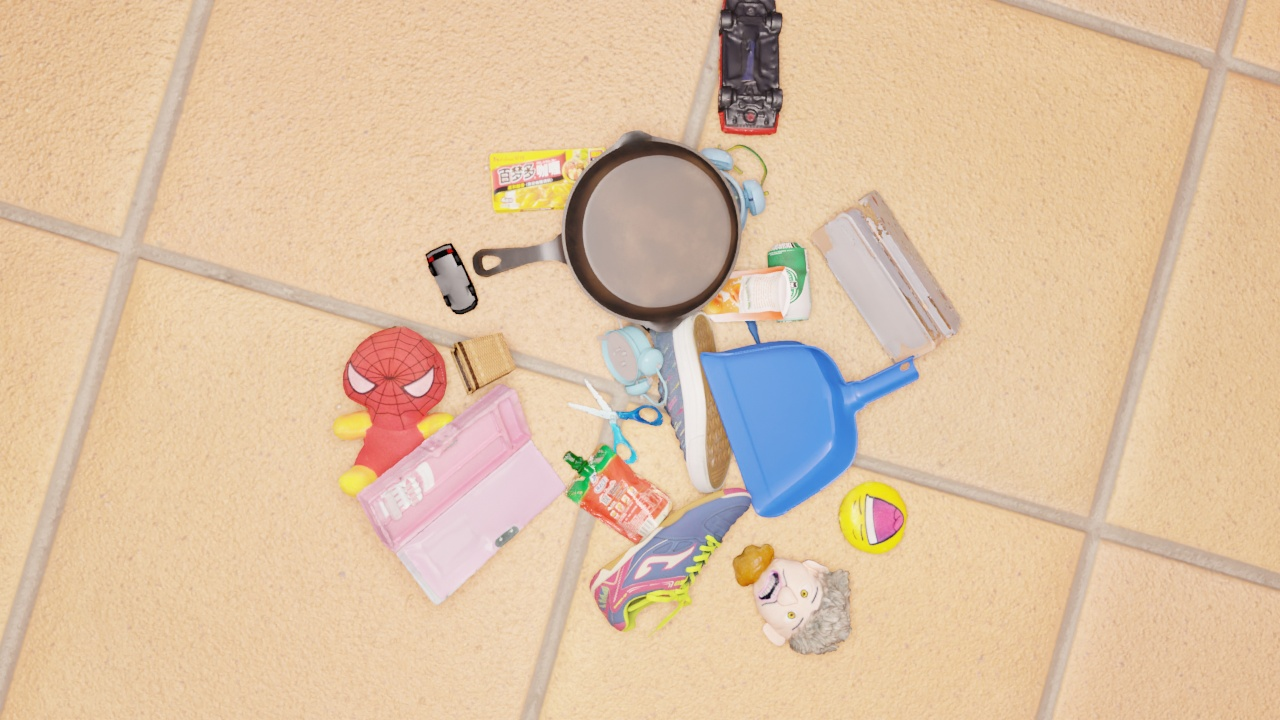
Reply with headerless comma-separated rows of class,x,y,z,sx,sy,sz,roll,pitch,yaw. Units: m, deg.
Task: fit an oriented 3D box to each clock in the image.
clock,0.095,-0.210,1.196,0.118,0.060,0.162,41,91,-1
clock,-0.007,0.007,1.171,0.041,0.088,0.123,-25,67,-33

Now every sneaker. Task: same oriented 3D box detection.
sneaker,0.063,0.055,1.195,0.079,0.087,0.235,-6,93,32
sneaker,0.054,0.258,1.175,0.242,0.116,0.091,-36,63,1

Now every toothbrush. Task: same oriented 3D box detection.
toothbrush,0.148,-0.050,1.220,0.021,0.016,0.132,-17,87,-3

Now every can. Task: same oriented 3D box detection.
can,0.195,-0.102,1.203,0.053,0.053,0.101,-5,89,-3

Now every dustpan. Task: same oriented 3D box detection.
dustpan,0.236,0.052,1.180,0.257,0.059,0.246,-25,110,-10

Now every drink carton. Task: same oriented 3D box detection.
drink carton,0.130,-0.083,1.189,0.122,0.038,0.069,-1,84,33

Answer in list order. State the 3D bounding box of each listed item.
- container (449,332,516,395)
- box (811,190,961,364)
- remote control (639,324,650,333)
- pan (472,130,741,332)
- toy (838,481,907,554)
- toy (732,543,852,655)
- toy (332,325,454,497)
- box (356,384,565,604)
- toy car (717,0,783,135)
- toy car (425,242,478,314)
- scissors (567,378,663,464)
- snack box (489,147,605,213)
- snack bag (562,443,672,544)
container,-0.199,0.002,1.161,0.061,0.114,0.063,-22,90,-16
box,0.320,-0.105,1.206,0.108,0.094,0.216,-34,91,21
remote control,-0.021,-0.090,1.215,0.039,0.010,0.124,-43,92,-2
pan,-0.046,-0.152,1.169,0.357,0.043,0.249,-8,96,16
toy,0.307,0.207,1.210,0.094,0.041,0.095,-1,87,-6
toy,0.198,0.304,1.190,0.176,0.076,0.132,34,87,6
toy,-0.309,0.064,1.157,0.147,0.099,0.216,4,90,-17
box,-0.218,0.160,1.138,0.232,0.059,0.179,-39,116,-31
toy car,0.142,-0.388,1.204,0.081,0.056,0.189,2,83,-4
toy car,-0.243,-0.105,1.194,0.042,0.036,0.092,-24,100,-1
scissors,-0.029,0.067,1.201,0.110,0.015,0.132,-37,89,18
snack box,-0.119,-0.236,1.205,0.152,0.025,0.075,-4,89,-3
snack bag,-0.038,0.170,1.199,0.155,0.044,0.087,37,92,3
